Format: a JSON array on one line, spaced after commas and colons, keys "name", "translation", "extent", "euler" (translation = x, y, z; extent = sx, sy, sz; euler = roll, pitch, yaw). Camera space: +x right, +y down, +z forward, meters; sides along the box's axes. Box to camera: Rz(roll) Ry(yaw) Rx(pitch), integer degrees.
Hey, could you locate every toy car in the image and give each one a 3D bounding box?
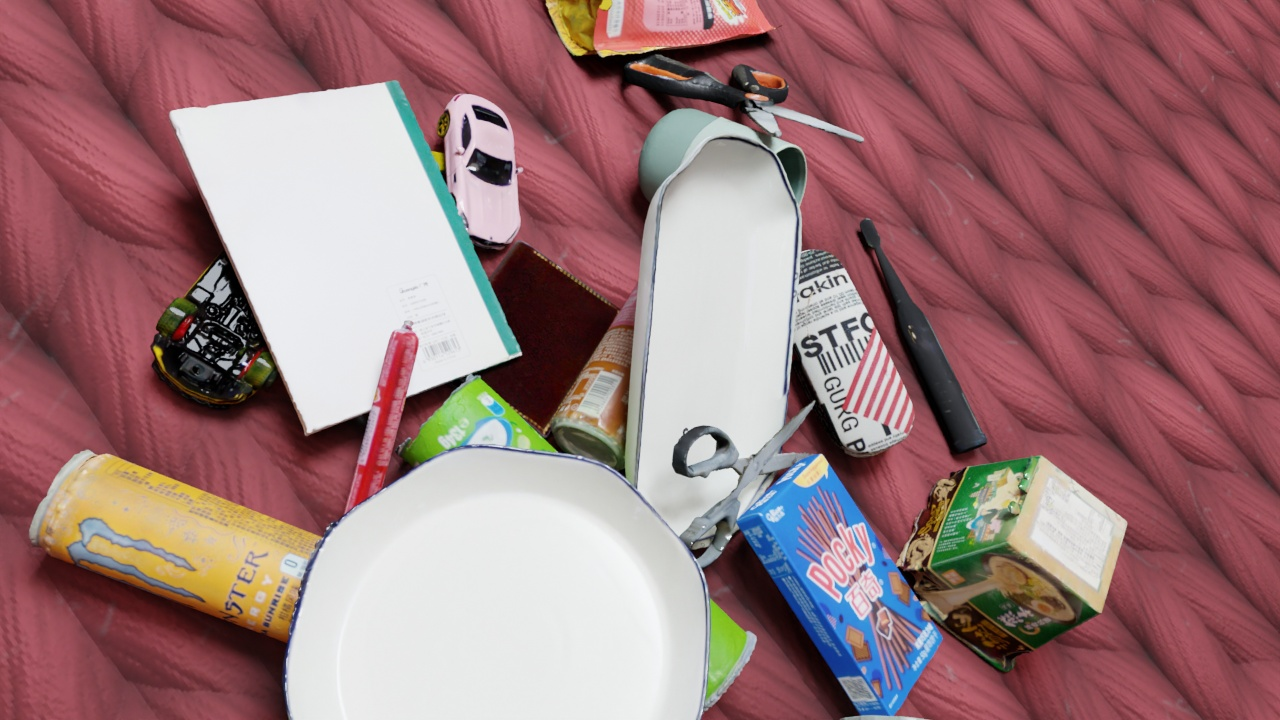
[{"name": "toy car", "translation": [-0.234, -0.043, 0.568], "extent": [0.071, 0.041, 0.155], "euler": [33, 61, -17]}, {"name": "toy car", "translation": [-0.113, -0.138, 0.659], "extent": [0.056, 0.037, 0.122], "euler": [10, 63, -39]}]

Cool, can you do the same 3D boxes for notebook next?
[{"name": "notebook", "translation": [-0.180, -0.074, 0.578], "extent": [0.150, 0.012, 0.209], "euler": [-22, 85, -34]}]

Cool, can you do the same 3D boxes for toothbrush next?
[{"name": "toothbrush", "translation": [0.227, -0.025, 0.755], "extent": [0.027, 0.026, 0.212], "euler": [11, 55, -56]}]

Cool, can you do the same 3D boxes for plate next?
[{"name": "plate", "translation": [0.044, -0.011, 0.599], "extent": [0.161, 0.034, 0.266], "euler": [-4, 101, -49]}, {"name": "plate", "translation": [-0.069, 0.142, 0.463], "extent": [0.205, 0.046, 0.204], "euler": [2, 60, -4]}]

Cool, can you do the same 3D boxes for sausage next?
[{"name": "sausage", "translation": [-0.156, 0.052, 0.541], "extent": [0.020, 0.020, 0.156], "euler": [15, 88, -14]}]

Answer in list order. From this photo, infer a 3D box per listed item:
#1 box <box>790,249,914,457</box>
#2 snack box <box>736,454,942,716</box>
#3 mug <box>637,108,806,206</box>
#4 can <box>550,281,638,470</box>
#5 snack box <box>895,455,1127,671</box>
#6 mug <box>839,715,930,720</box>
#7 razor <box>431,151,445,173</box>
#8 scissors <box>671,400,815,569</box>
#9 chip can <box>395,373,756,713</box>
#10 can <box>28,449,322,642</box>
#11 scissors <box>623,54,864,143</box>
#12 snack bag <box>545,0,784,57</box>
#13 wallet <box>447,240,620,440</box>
[{"name": "box", "translation": [0.145, -0.001, 0.705], "extent": [0.074, 0.079, 0.163], "euler": [-25, 77, 0]}, {"name": "snack box", "translation": [0.135, 0.149, 0.613], "extent": [0.084, 0.026, 0.157], "euler": [-33, 90, -43]}, {"name": "mug", "translation": [0.064, -0.134, 0.701], "extent": [0.106, 0.111, 0.082], "euler": [29, 86, 31]}, {"name": "can", "translation": [-0.004, 0.004, 0.630], "extent": [0.058, 0.058, 0.147], "euler": [33, 59, -4]}, {"name": "snack box", "translation": [0.269, 0.136, 0.647], "extent": [0.117, 0.106, 0.118], "euler": [37, 59, -2]}, {"name": "mug", "translation": [0.172, 0.283, 0.564], "extent": [0.124, 0.084, 0.103], "euler": [31, 53, -37]}, {"name": "razor", "translation": [-0.185, -0.125, 0.640], "extent": [0.132, 0.028, 0.043], "euler": [-25, 74, -31]}, {"name": "scissors", "translation": [0.070, 0.074, 0.612], "extent": [0.159, 0.014, 0.171], "euler": [47, 61, -46]}, {"name": "chip can", "translation": [-0.040, 0.113, 0.556], "extent": [0.236, 0.072, 0.072], "euler": [43, 58, 2]}, {"name": "can", "translation": [-0.238, 0.101, 0.492], "extent": [0.146, 0.058, 0.058], "euler": [24, 60, -9]}, {"name": "scissors", "translation": [0.085, -0.211, 0.725], "extent": [0.221, 0.022, 0.223], "euler": [21, 29, 22]}, {"name": "snack bag", "translation": [0.022, -0.322, 0.795], "extent": [0.207, 0.073, 0.128], "euler": [-24, 81, -34]}, {"name": "wallet", "translation": [-0.076, -0.016, 0.635], "extent": [0.096, 0.020, 0.122], "euler": [35, 58, -7]}]
